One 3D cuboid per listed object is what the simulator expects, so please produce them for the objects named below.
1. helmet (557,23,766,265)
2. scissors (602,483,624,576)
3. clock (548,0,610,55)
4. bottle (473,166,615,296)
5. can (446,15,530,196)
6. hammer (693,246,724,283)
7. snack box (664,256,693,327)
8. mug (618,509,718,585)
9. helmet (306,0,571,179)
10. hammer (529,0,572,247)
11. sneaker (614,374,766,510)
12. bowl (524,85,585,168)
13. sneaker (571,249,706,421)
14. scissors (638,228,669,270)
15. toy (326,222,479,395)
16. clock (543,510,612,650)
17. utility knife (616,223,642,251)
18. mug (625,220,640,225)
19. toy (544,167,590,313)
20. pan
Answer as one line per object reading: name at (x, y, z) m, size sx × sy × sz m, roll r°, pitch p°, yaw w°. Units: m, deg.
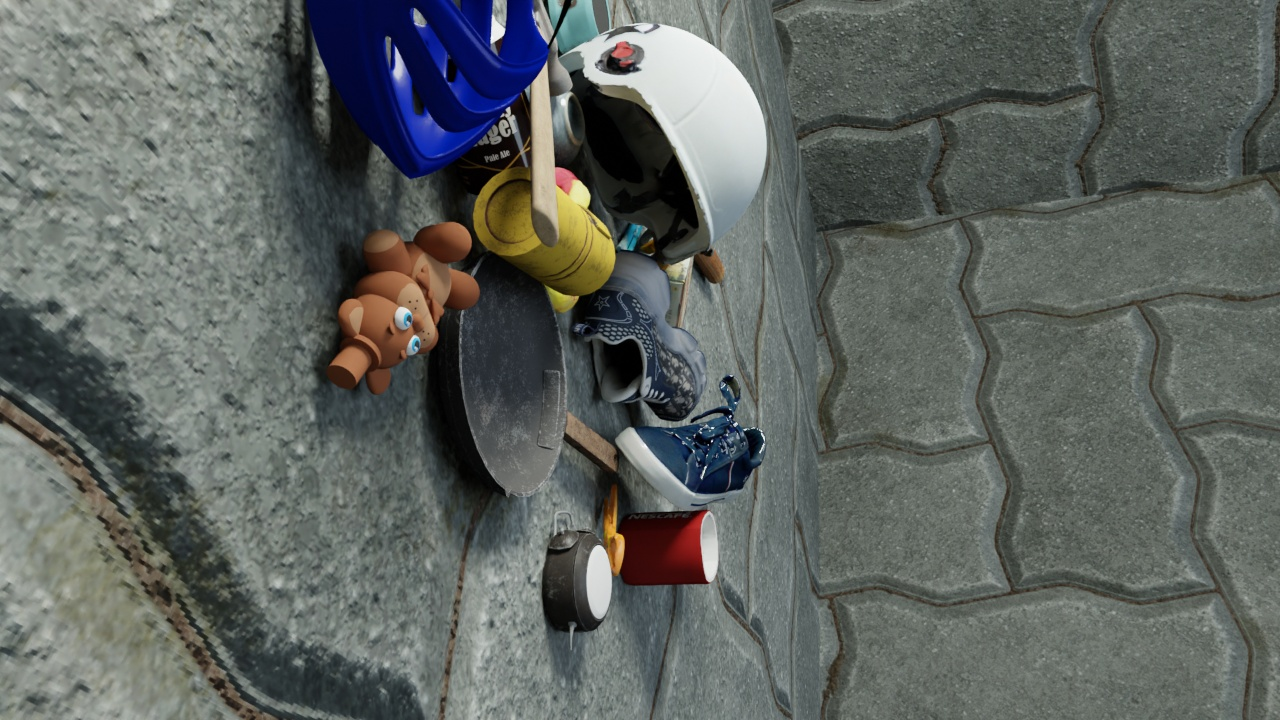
helmet at (0.038, -0.235, 0.938) m, size 0.264 × 0.163 × 0.237 m, roll 41°, pitch -17°, yaw 51°
scissors at (-0.036, 0.189, 0.960) m, size 0.133 × 0.012 × 0.084 m, roll -98°, pitch -152°, yaw -59°
clock at (-0.063, -0.362, 0.996) m, size 0.124 × 0.053 × 0.089 m, roll 62°, pitch 28°, yaw -57°
bottle at (-0.066, -0.096, 0.752) m, size 0.163 × 0.071 × 0.071 m, roll 30°, pitch 57°, yaw -69°
can at (-0.122, -0.196, 0.718) m, size 0.071 × 0.072 × 0.129 m, roll -73°, pitch 152°, yaw -51°
hammer at (0.086, -0.183, 1.457) m, size 0.300 × 0.037 × 0.157 m, roll 38°, pitch 49°, yaw -67°
snack box at (0.038, -0.084, 1.186) m, size 0.146 × 0.041 × 0.143 m, roll -74°, pitch 173°, yaw -51°
mug at (0.037, 0.214, 1.070) m, size 0.116 × 0.097 × 0.080 m, roll -19°, pitch 103°, yaw -73°
helmet at (-0.095, -0.244, 0.558) m, size 0.147 × 0.228 × 0.241 m, roll 16°, pitch 65°, yaw -54°
hammer at (-0.077, -0.188, 0.681) m, size 0.330 × 0.031 × 0.119 m, roll -96°, pitch 170°, yaw -47°
sneaker at (0.076, 0.091, 1.058) m, size 0.120 × 0.127 × 0.294 m, roll 48°, pitch 15°, yaw 25°
bowl at (-0.087, -0.226, 0.875) m, size 0.110 × 0.055 × 0.110 m, roll -5°, pitch 90°, yaw -72°
sneaker at (-0.006, 0.006, 1.036) m, size 0.132 × 0.103 × 0.270 m, roll -66°, pitch 149°, yaw -31°
scissors at (0.044, -0.135, 1.059) m, size 0.016 × 0.226 × 0.165 m, roll 35°, pitch 68°, yaw -22°
toy at (-0.153, -0.032, 0.585) m, size 0.127 × 0.065 × 0.095 m, roll -69°, pitch 155°, yaw -46°
clock at (-0.055, 0.202, 0.861) m, size 0.091 × 0.044 × 0.122 m, roll 26°, pitch 60°, yaw -70°
utility knife at (-0.009, -0.171, 1.184) m, size 0.022 × 0.015 × 0.158 m, roll 52°, pitch 28°, yaw -21°
mug at (0.011, -0.225, 1.147) m, size 0.105 × 0.083 × 0.083 m, roll -64°, pitch 145°, yaw -57°
toy at (-0.075, -0.113, 0.868) m, size 0.105 × 0.067 × 0.137 m, roll -36°, pitch 127°, yaw -68°
pan at (-0.089, 0.041, 0.815) m, size 0.357 × 0.040 × 0.207 m, roll 55°, pitch 33°, yaw -60°
